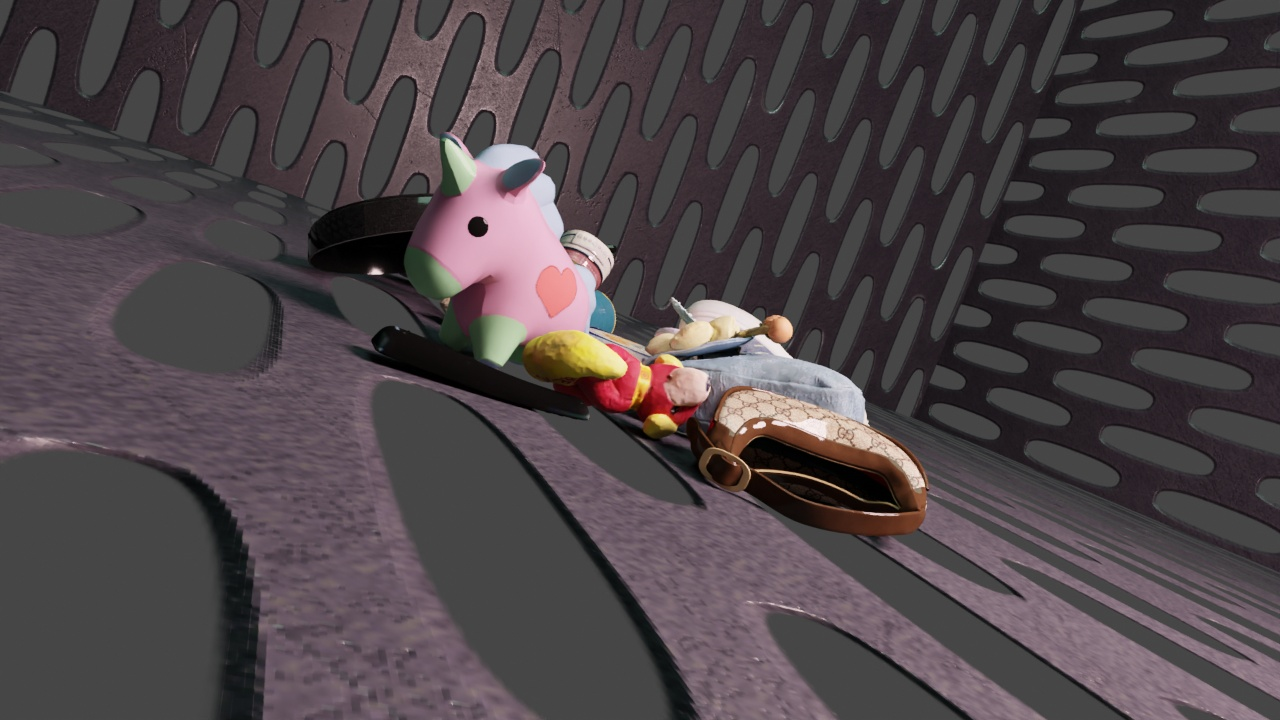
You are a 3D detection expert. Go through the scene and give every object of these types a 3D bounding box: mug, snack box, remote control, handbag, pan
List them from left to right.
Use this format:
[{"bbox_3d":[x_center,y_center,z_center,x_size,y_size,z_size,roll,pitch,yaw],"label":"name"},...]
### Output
[{"bbox_3d":[-0.179,-0.133,0.997,0.354,0.044,0.205,-6,-5,-35],"label":"pan"},{"bbox_3d":[-0.104,0.010,0.614,0.151,0.020,0.041,22,3,-24],"label":"remote control"},{"bbox_3d":[-0.085,-0.051,1.155,0.078,0.078,0.121,22,10,13],"label":"mug"},{"bbox_3d":[-0.006,0.006,0.979,0.145,0.042,0.144,21,4,5],"label":"snack box"},{"bbox_3d":[0.093,0.019,0.771,0.192,0.118,0.121,10,1,23],"label":"handbag"},{"bbox_3d":[0.113,0.073,0.627,0.166,0.063,0.138,19,14,-4],"label":"handbag"}]

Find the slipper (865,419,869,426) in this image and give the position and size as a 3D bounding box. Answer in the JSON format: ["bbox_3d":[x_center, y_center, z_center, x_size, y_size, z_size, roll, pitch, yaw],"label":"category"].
[{"bbox_3d":[0.222,0.068,1.203,0.114,0.054,0.272,16,9,-9],"label":"slipper"}]

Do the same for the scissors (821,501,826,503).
[{"bbox_3d":[0.158,0.100,0.752,0.141,0.014,0.175,8,8,-43],"label":"scissors"}]

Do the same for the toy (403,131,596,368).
[{"bbox_3d":[-0.098,-0.079,0.742,0.120,0.171,0.221,24,6,37],"label":"toy"}]

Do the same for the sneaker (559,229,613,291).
[{"bbox_3d":[-0.115,-0.064,0.996,0.118,0.087,0.242,38,-28,-17],"label":"sneaker"}]

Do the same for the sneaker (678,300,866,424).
[{"bbox_3d":[0.133,0.029,0.990,0.235,0.088,0.079,36,40,2],"label":"sneaker"}]

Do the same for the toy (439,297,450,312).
[{"bbox_3d":[-0.140,-0.039,0.911,0.118,0.043,0.092,19,5,9],"label":"toy"}]

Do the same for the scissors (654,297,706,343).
[{"bbox_3d":[0.077,-0.008,0.907,0.168,0.014,0.171,34,-16,-10],"label":"scissors"}]

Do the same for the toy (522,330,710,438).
[{"bbox_3d":[-0.022,0.016,0.680,0.137,0.067,0.106,17,-14,-19],"label":"toy"}]

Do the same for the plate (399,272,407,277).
[{"bbox_3d":[-0.226,-0.113,1.174,0.242,0.016,0.243,8,-15,2],"label":"plate"}]
